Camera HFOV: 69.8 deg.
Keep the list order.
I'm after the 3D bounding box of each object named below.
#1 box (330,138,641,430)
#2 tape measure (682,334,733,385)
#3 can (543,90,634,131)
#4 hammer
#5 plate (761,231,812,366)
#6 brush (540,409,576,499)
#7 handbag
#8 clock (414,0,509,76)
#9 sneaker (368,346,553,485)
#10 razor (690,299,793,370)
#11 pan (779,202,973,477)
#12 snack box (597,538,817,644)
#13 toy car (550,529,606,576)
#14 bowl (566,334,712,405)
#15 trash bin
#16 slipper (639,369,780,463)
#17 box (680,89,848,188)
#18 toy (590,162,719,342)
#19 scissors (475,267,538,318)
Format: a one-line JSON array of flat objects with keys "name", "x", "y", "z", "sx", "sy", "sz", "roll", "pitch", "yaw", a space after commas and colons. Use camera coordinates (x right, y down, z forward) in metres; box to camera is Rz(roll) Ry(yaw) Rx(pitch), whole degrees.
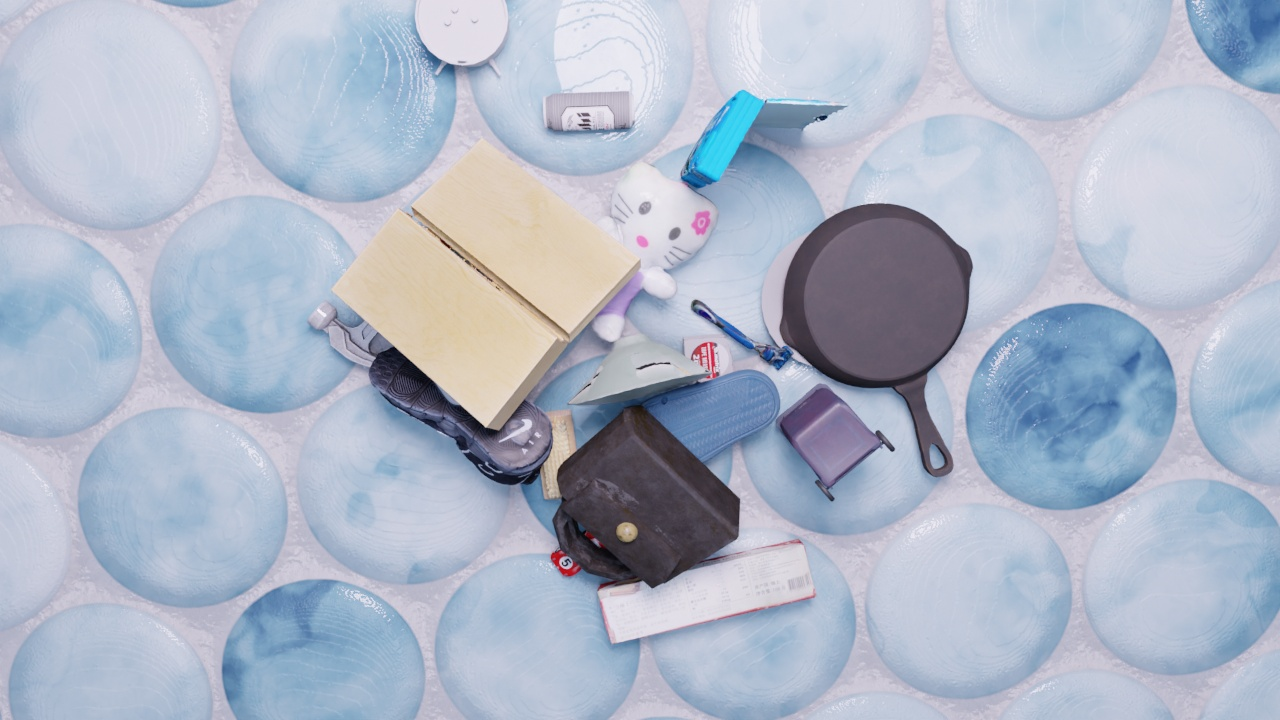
[{"name": "box", "x": -0.173, "y": -0.093, "z": 1.031, "sx": 0.247, "sy": 0.076, "sz": 0.256, "roll": 39, "pitch": 77, "yaw": 13}, {"name": "tape measure", "x": 0.084, "y": -0.002, "z": 1.151, "sx": 0.062, "sy": 0.020, "sz": 0.060, "roll": -6, "pitch": 105, "yaw": 1}, {"name": "can", "x": -0.061, "y": -0.296, "z": 1.091, "sx": 0.106, "sy": 0.044, "sz": 0.044, "roll": -2, "pitch": 99, "yaw": 0}, {"name": "hammer", "x": -0.260, "y": -0.125, "z": 1.124, "sx": 0.126, "sy": 0.036, "sz": 0.316, "roll": 40, "pitch": 96, "yaw": -9}, {"name": "plate", "x": 0.236, "y": -0.077, "z": 1.141, "sx": 0.173, "sy": 0.019, "sz": 0.173, "roll": 0, "pitch": 99, "yaw": 0}, {"name": "brush", "x": -0.105, "y": 0.123, "z": 1.160, "sx": 0.049, "sy": 0.039, "sz": 0.117, "roll": -6, "pitch": 104, "yaw": -1}, {"name": "handbag", "x": -0.016, "y": 0.187, "z": 1.110, "sx": 0.197, "sy": 0.102, "sz": 0.200, "roll": 43, "pitch": 113, "yaw": -12}, {"name": "clock", "x": -0.204, "y": -0.415, "z": 1.062, "sx": 0.120, "sy": 0.061, "sz": 0.159, "roll": 1, "pitch": 100, "yaw": -1}, {"name": "sneaker", "x": -0.210, "y": 0.073, "z": 1.117, "sx": 0.252, "sy": 0.151, "sz": 0.097, "roll": 29, "pitch": 63, "yaw": 16}, {"name": "razor", "x": 0.121, "y": -0.033, "z": 1.142, "sx": 0.141, "sy": 0.044, "sz": 0.018, "roll": 32, "pitch": 56, "yaw": 0}, {"name": "pan", "x": 0.315, "y": -0.016, "z": 1.118, "sx": 0.249, "sy": 0.043, "sz": 0.356, "roll": -22, "pitch": 99, "yaw": 3}, {"name": "snack box", "x": 0.085, "y": 0.299, "z": 1.189, "sx": 0.273, "sy": 0.044, "sz": 0.076, "roll": -14, "pitch": 93, "yaw": 1}, {"name": "toy car", "x": -0.072, "y": 0.244, "z": 1.187, "sx": 0.089, "sy": 0.025, "sz": 0.038, "roll": -35, "pitch": 98, "yaw": 5}, {"name": "bowl", "x": -0.006, "y": 0.006, "z": 1.085, "sx": 0.174, "sy": 0.174, "sz": 0.068, "roll": -12, "pitch": 85, "yaw": 1}, {"name": "trash bin", "x": 0.224, "y": 0.090, "z": 1.095, "sx": 0.094, "sy": 0.160, "sz": 0.092, "roll": -41, "pitch": 91, "yaw": 5}, {"name": "slipper", "x": 0.072, "y": 0.073, "z": 1.144, "sx": 0.214, "sy": 0.059, "sz": 0.104, "roll": -27, "pitch": 96, "yaw": 18}, {"name": "box", "x": 0.115, "y": -0.254, "z": 0.998, "sx": 0.167, "sy": 0.243, "sz": 0.075, "roll": -28, "pitch": 99, "yaw": 3}, {"name": "toy", "x": -0.008, "y": -0.130, "z": 1.099, "sx": 0.137, "sy": 0.085, "sz": 0.209, "roll": 40, "pitch": 98, "yaw": -9}, {"name": "scissors", "x": -0.155, "y": -0.080, "z": 1.143, "sx": 0.073, "sy": 0.016, "sz": 0.134, "roll": -24, "pitch": 104, "yaw": -2}]
